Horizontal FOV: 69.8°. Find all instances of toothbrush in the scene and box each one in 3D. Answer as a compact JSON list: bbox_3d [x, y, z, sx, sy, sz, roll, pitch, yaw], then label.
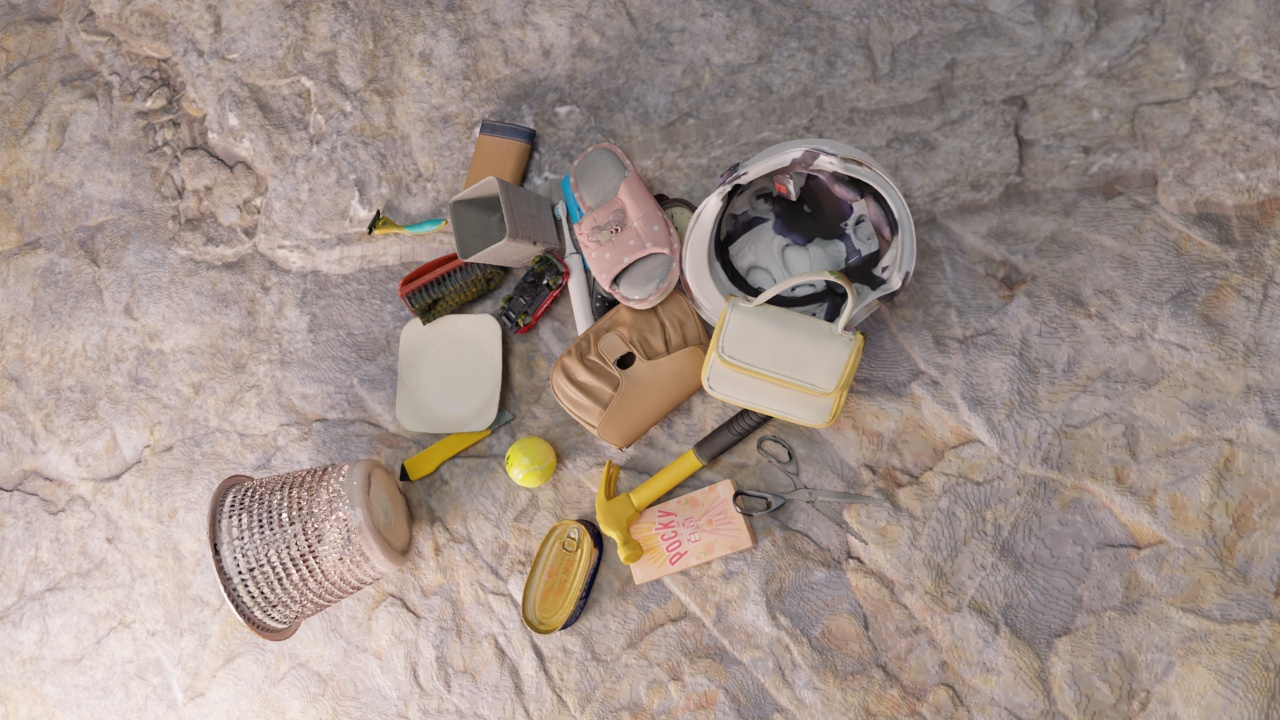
[{"bbox_3d":[-0.085,-0.109,1.216,0.026,0.026,0.221,-23,74,40],"label":"toothbrush"}]

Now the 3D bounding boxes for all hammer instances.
[{"bbox_3d":[0.071,0.114,1.112,0.301,0.033,0.128,-36,51,6],"label":"hammer"}]

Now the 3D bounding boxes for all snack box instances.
[{"bbox_3d":[0.055,0.210,1.121,0.157,0.026,0.084,-23,75,15],"label":"snack box"}]

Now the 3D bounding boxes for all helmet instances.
[{"bbox_3d":[0.180,-0.146,1.049,0.259,0.145,0.229,-28,109,31],"label":"helmet"}]

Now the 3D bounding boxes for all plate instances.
[{"bbox_3d":[-0.257,0.019,1.256,0.164,0.034,0.163,-1,82,20],"label":"plate"}]

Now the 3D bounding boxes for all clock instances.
[{"bbox_3d":[0.038,-0.166,1.164,0.122,0.055,0.082,23,91,23],"label":"clock"}]

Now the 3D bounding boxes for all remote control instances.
[{"bbox_3d":[-0.034,-0.116,1.195,0.053,0.024,0.136,10,85,-4],"label":"remote control"}]

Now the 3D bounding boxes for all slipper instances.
[{"bbox_3d":[-0.029,-0.177,1.134,0.114,0.054,0.274,-32,54,15],"label":"slipper"}]

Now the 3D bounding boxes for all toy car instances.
[{"bbox_3d":[-0.139,-0.089,1.219,0.053,0.045,0.121,48,109,23],"label":"toy car"}]

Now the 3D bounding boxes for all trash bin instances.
[{"bbox_3d":[-0.417,0.228,1.204,0.192,0.227,0.227,-20,76,3],"label":"trash bin"}]

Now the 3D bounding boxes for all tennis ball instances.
[{"bbox_3d":[-0.141,0.130,1.182,0.065,0.065,0.065,-3,81,19],"label":"tennis ball"}]

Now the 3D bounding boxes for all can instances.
[{"bbox_3d":[-0.097,0.271,1.155,0.075,0.049,0.148,19,89,21],"label":"can"}]

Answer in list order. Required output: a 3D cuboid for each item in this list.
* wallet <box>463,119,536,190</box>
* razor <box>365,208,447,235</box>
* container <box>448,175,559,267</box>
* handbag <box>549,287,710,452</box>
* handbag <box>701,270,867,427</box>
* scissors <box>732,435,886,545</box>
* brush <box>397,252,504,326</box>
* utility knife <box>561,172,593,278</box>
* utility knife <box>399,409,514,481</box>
[{"bbox_3d":[-0.197,-0.273,1.277,0.090,0.033,0.115,15,89,24],"label":"wallet"},{"bbox_3d":[-0.330,-0.195,1.315,0.133,0.028,0.043,3,52,23],"label":"razor"},{"bbox_3d":[-0.175,-0.176,1.204,0.090,0.114,0.090,-20,76,31],"label":"container"},{"bbox_3d":[-0.007,0.007,1.127,0.204,0.099,0.148,-40,81,6],"label":"handbag"},{"bbox_3d":[0.162,-0.022,1.011,0.163,0.063,0.179,18,120,7],"label":"handbag"},{"bbox_3d":[0.191,0.155,1.077,0.178,0.014,0.159,-16,66,1],"label":"scissors"},{"bbox_3d":[-0.256,-0.113,1.248,0.145,0.063,0.069,-29,62,-5],"label":"brush"},{"bbox_3d":[-0.073,-0.178,1.226,0.034,0.018,0.162,-19,78,15],"label":"utility knife"},{"bbox_3d":[-0.252,0.116,1.251,0.192,0.015,0.033,-29,77,13],"label":"utility knife"}]
